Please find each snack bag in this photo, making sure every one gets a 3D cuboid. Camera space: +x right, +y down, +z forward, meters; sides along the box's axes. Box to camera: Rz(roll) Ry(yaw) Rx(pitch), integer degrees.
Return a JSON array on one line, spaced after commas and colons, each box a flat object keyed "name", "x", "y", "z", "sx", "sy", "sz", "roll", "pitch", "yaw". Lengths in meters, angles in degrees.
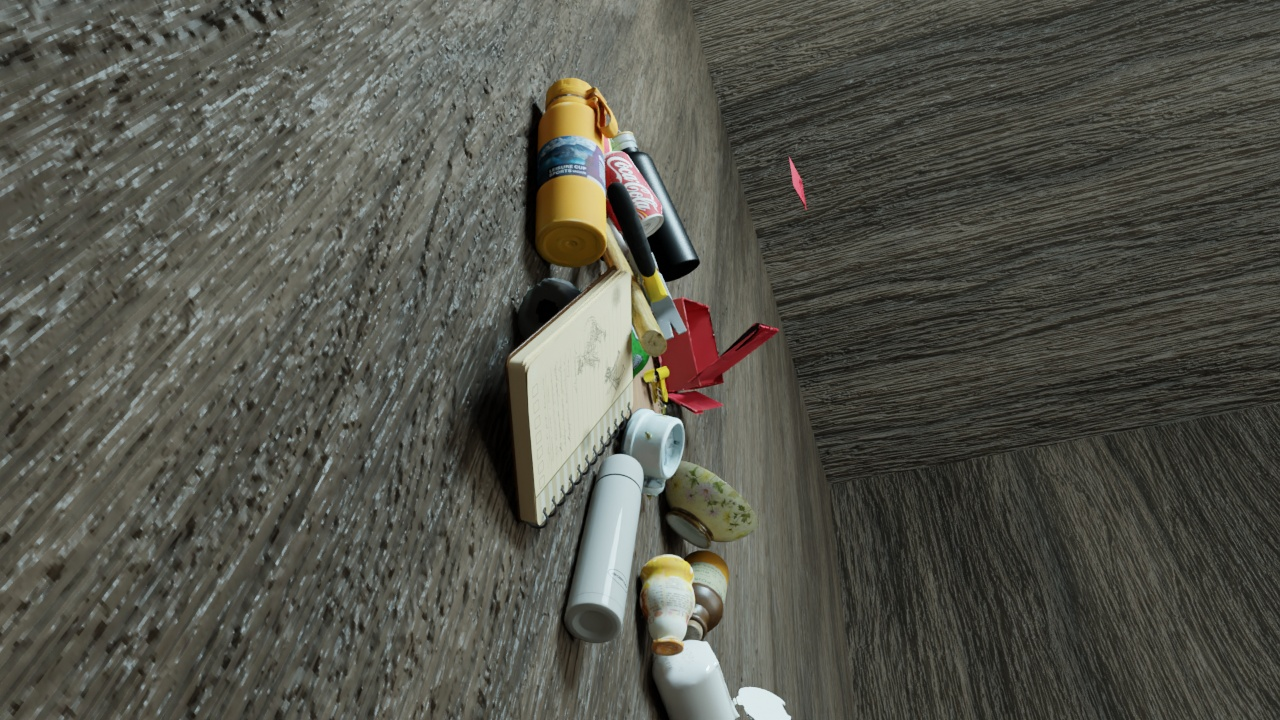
[{"name": "snack bag", "x": -0.033, "y": -0.165, "z": 1.247, "sx": 0.057, "sy": 0.013, "sz": 0.158, "roll": 54, "pitch": -2, "yaw": 36}]

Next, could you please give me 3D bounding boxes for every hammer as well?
[{"name": "hammer", "x": 0.004, "y": -0.103, "z": 0.949, "sx": 0.323, "sy": 0.029, "sz": 0.127, "roll": 58, "pitch": 8, "yaw": -77}, {"name": "hammer", "x": -0.026, "y": -0.106, "z": 1.033, "sx": 0.330, "sy": 0.033, "sz": 0.132, "roll": -114, "pitch": -179, "yaw": -54}]

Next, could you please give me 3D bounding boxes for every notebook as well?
[{"name": "notebook", "x": -0.007, "y": 0.007, "z": 1.210, "sx": 0.169, "sy": 0.022, "sz": 0.210, "roll": 49, "pitch": 31, "yaw": -60}, {"name": "notebook", "x": -0.055, "y": 0.028, "z": 0.832, "sx": 0.224, "sy": 0.024, "sz": 0.168, "roll": -49, "pitch": 144, "yaw": -57}]

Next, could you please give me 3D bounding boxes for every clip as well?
[{"name": "clip", "x": 0.020, "y": 0.032, "z": 1.214, "sx": 0.053, "sy": 0.044, "sz": 0.050, "roll": -20, "pitch": 130, "yaw": -75}]

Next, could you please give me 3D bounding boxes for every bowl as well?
[{"name": "bowl", "x": 0.080, "y": 0.205, "z": 1.226, "sx": 0.063, "sy": 0.145, "sz": 0.145, "roll": -51, "pitch": 138, "yaw": -24}]

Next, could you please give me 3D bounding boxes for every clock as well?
[{"name": "clock", "x": 0.016, "y": 0.113, "z": 1.112, "sx": 0.083, "sy": 0.057, "sz": 0.118, "roll": -55, "pitch": 147, "yaw": -45}]

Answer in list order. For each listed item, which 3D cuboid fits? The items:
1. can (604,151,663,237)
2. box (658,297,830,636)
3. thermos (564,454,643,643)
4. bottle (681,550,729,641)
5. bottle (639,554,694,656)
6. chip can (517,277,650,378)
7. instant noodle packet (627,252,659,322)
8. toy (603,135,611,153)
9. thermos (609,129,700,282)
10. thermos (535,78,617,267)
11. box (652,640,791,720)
[{"name": "can", "x": -0.019, "y": -0.207, "z": 1.156, "sx": 0.104, "sy": 0.064, "sz": 0.064, "roll": 58, "pitch": 10, "yaw": 15}, {"name": "box", "x": 0.174, "y": 0.130, "z": 1.336, "sx": 0.510, "sy": 0.141, "sz": 0.215, "roll": 62, "pitch": 13, "yaw": 8}, {"name": "thermos", "x": -0.031, "y": 0.176, "z": 0.910, "sx": 0.223, "sy": 0.052, "sz": 0.052, "roll": -79, "pitch": 153, "yaw": -57}, {"name": "bottle", "x": 0.072, "y": 0.306, "z": 1.163, "sx": 0.156, "sy": 0.068, "sz": 0.068, "roll": -57, "pitch": 132, "yaw": -70}, {"name": "bottle", "x": 0.031, "y": 0.276, "z": 1.037, "sx": 0.108, "sy": 0.063, "sz": 0.063, "roll": -91, "pitch": 161, "yaw": -44}, {"name": "chip can", "x": -0.054, "y": -0.028, "z": 0.960, "sx": 0.223, "sy": 0.075, "sz": 0.075, "roll": 28, "pitch": 51, "yaw": -71}, {"name": "instant noodle packet", "x": 0.011, "y": -0.091, "z": 1.190, "sx": 0.135, "sy": 0.039, "sz": 0.098, "roll": -138, "pitch": -154, "yaw": -84}, {"name": "toy", "x": -0.064, "y": -0.284, "z": 1.194, "sx": 0.135, "sy": 0.045, "sz": 0.091, "roll": -28, "pitch": 103, "yaw": -81}, {"name": "thermos", "x": 0.007, "y": -0.222, "z": 1.252, "sx": 0.231, "sy": 0.061, "sz": 0.061, "roll": 66, "pitch": 12, "yaw": 13}, {"name": "thermos", "x": -0.070, "y": -0.216, "z": 1.024, "sx": 0.076, "sy": 0.091, "sz": 0.232, "roll": 91, "pitch": -3, "yaw": -56}, {"name": "box", "x": 0.095, "y": 0.379, "z": 1.051, "sx": 0.083, "sy": 0.143, "sz": 0.137, "roll": -136, "pitch": -153, "yaw": -64}]
